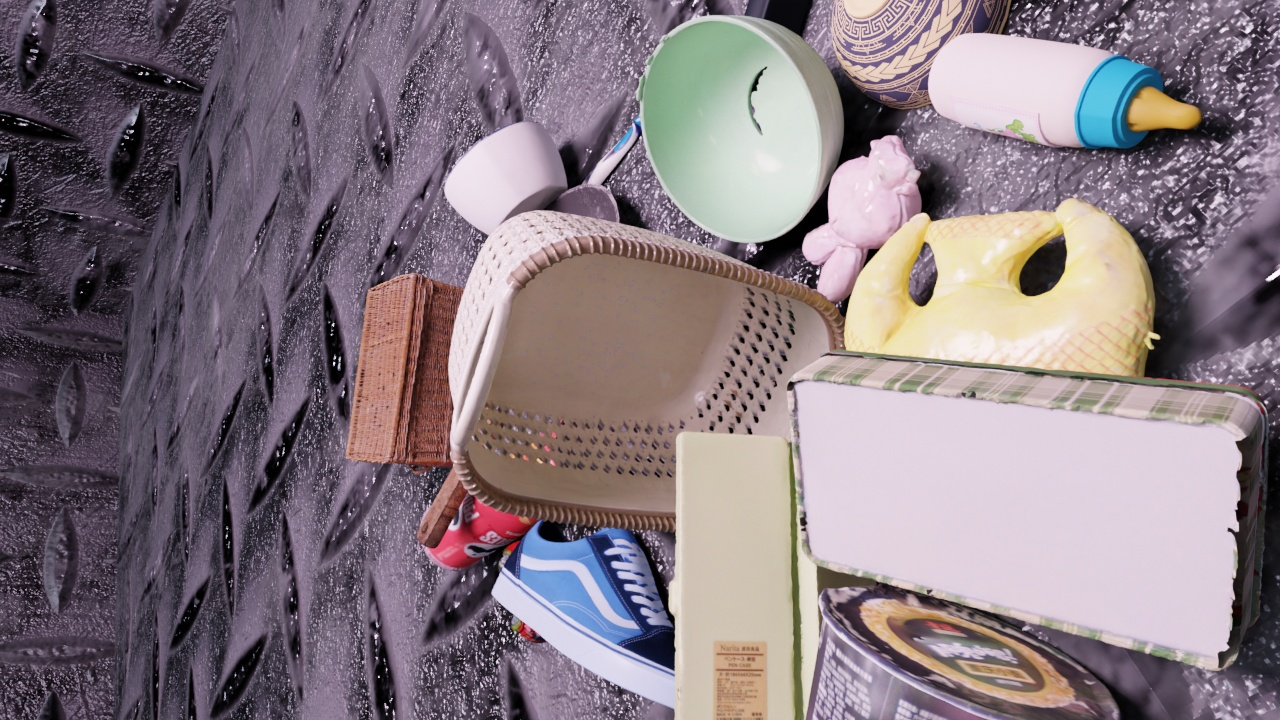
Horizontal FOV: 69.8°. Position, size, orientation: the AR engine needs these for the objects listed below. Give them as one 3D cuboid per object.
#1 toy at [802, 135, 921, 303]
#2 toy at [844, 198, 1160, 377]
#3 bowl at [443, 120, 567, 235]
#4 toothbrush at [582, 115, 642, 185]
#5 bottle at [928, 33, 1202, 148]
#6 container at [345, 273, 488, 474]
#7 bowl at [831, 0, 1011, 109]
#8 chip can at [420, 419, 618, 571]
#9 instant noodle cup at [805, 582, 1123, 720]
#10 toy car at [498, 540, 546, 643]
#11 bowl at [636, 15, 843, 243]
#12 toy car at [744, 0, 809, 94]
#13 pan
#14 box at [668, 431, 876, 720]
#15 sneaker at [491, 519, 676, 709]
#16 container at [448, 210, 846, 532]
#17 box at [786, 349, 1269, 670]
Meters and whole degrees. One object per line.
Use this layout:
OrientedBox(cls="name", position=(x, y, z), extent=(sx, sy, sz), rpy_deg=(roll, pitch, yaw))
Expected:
OrientedBox(cls="toy", position=(0.139, -0.089, 0.573), extent=(0.110, 0.047, 0.063), rpy_deg=(-57, 38, 42))
OrientedBox(cls="toy", position=(0.181, -0.006, 0.481), extent=(0.171, 0.064, 0.155), rpy_deg=(2, 87, 49))
OrientedBox(cls="bowl", position=(-0.122, -0.166, 0.878), extent=(0.065, 0.116, 0.117), rpy_deg=(54, 128, 9))
OrientedBox(cls="toothbrush", position=(-0.005, -0.208, 0.808), extent=(0.190, 0.017, 0.016), rpy_deg=(-45, 50, 35))
OrientedBox(cls="bottle", position=(0.219, -0.138, 0.477), extent=(0.146, 0.051, 0.051), rpy_deg=(36, 109, 50))
OrientedBox(cls="container", position=(-0.220, 0.018, 0.949), extent=(0.114, 0.112, 0.198), rpy_deg=(-8, 75, 51))
OrientedBox(cls="bowl", position=(0.160, -0.219, 0.564), extent=(0.113, 0.061, 0.112), rpy_deg=(-17, 68, 49))
OrientedBox(cls="chip can", position=(-0.111, 0.122, 0.820), extent=(0.234, 0.073, 0.073), rpy_deg=(-34, 56, 42))
OrientedBox(cls="instant noodle cup", position=(0.134, 0.183, 0.431), extent=(0.137, 0.137, 0.112), rpy_deg=(26, 102, 52))
OrientedBox(cls="toy car", position=(-0.094, 0.202, 0.802), extent=(0.036, 0.042, 0.091), rpy_deg=(-35, 52, 30))
OrientedBox(cls="bowl", position=(0.078, -0.162, 0.623), extent=(0.151, 0.076, 0.151), rpy_deg=(27, 134, 32))
OrientedBox(cls="toy car", position=(0.096, -0.249, 0.667), extent=(0.034, 0.046, 0.112), rpy_deg=(27, 104, 49))
OrientedBox(cls="pan", position=(-0.107, 0.009, 0.814), extent=(0.208, 0.040, 0.357), rpy_deg=(21, 85, 56))
OrientedBox(cls="box", position=(0.082, 0.135, 0.519), extent=(0.044, 0.141, 0.187), rpy_deg=(151, 124, -63))
OrientedBox(cls="sneaker", position=(-0.019, 0.176, 0.683), extent=(0.241, 0.083, 0.098), rpy_deg=(18, 77, 47))
OrientedBox(cls="container", position=(-0.003, 0.003, 0.584), extent=(0.143, 0.246, 0.185), rpy_deg=(52, 125, 55))
OrientedBox(cls="box", position=(0.170, 0.059, 0.431), extent=(0.206, 0.049, 0.118), rpy_deg=(4, 110, 40))
